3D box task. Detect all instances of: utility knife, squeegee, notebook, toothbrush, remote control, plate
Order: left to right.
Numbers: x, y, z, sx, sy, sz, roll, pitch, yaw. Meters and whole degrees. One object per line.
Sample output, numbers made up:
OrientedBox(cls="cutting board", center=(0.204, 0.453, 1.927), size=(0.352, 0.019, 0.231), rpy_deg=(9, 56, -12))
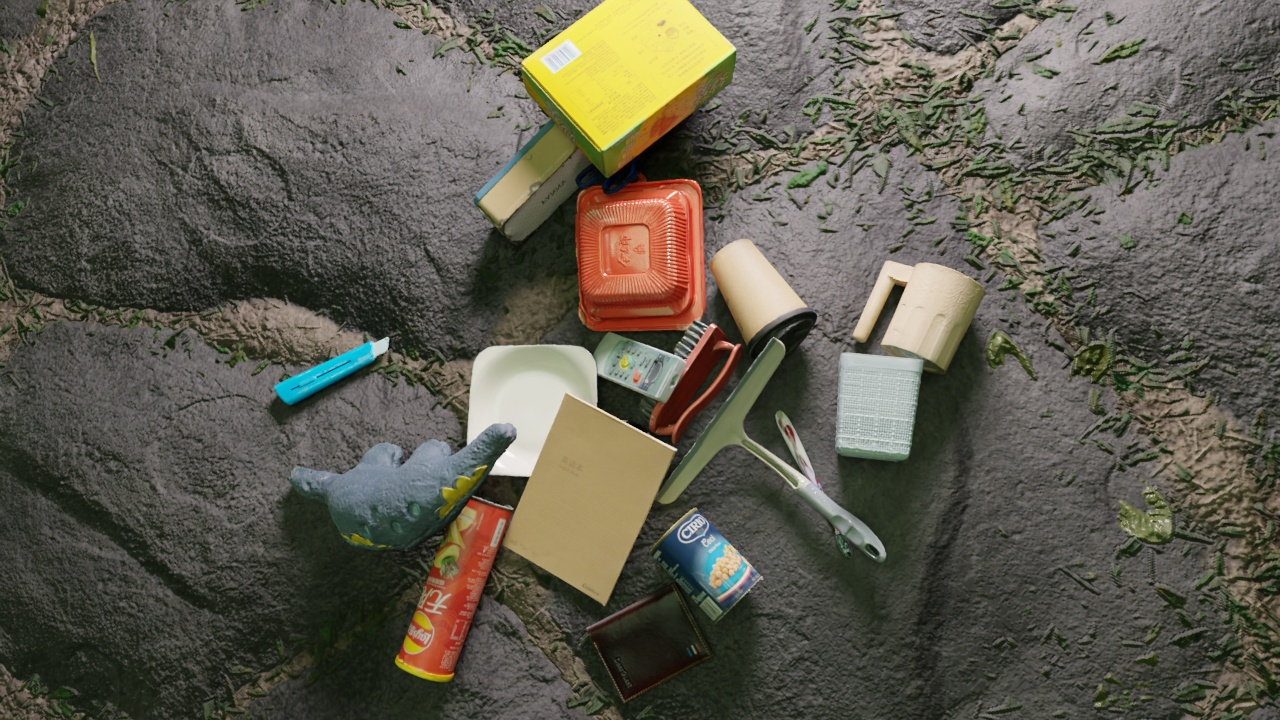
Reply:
OrientedBox(cls="utility knife", center=(-0.401, 0.012, 1.201), size=(0.166, 0.018, 0.034), rpy_deg=(-26, 75, 3))
OrientedBox(cls="plate", center=(-0.130, 0.063, 1.134), size=(0.164, 0.034, 0.163), rpy_deg=(0, 80, 11))
OrientedBox(cls="notebook", center=(-0.064, 0.163, 1.081), size=(0.149, 0.012, 0.212), rpy_deg=(27, 103, 14))
OrientedBox(cls="remote control", center=(-0.007, 0.006, 1.096), size=(0.135, 0.019, 0.056), rpy_deg=(22, 81, 45))
OrientedBox(cls="squeegee", center=(0.180, 0.142, 1.046), size=(0.246, 0.039, 0.247), rpy_deg=(39, 109, 13))
OrientedBox(cls="toothbrush", center=(0.201, 0.143, 1.067), size=(0.016, 0.017, 0.187), rpy_deg=(-27, 77, 8))

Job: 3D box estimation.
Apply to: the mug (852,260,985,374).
OrientedBox(cls="mug", center=(0.317, -0.053, 1.059), size=(0.125, 0.084, 0.103), rpy_deg=(23, 85, 38))

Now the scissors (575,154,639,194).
OrientedBox(cls="scissors", center=(-0.004, -0.259, 1.145), size=(0.169, 0.012, 0.146), rpy_deg=(-25, 38, 5))

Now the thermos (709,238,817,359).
OrientedBox(cls="thermos", center=(0.141, -0.070, 1.086), size=(0.093, 0.093, 0.143), rpy_deg=(-32, 68, 3))

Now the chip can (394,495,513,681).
OrientedBox(cls="chip can", center=(-0.220, 0.266, 1.092), size=(0.073, 0.073, 0.216), rpy_deg=(18, 83, 13))

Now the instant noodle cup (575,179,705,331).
OrientedBox(cls="instant noodle cup", center=(-0.008, -0.128, 1.115), size=(0.165, 0.079, 0.189), rpy_deg=(-3, 90, 16))

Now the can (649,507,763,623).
OrientedBox(cls="can", center=(0.075, 0.233, 1.043), size=(0.075, 0.075, 0.111), rpy_deg=(-45, 76, -1))

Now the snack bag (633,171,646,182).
OrientedBox(cls="snack bag", center=(0.020, -0.194, 1.159), size=(0.105, 0.026, 0.045), rpy_deg=(42, 87, 14))

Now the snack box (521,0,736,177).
OrientedBox(cls="snack box", center=(-0.013, -0.344, 1.100), size=(0.210, 0.070, 0.157), rpy_deg=(-39, 77, -10))

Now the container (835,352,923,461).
OrientedBox(cls="container", center=(0.265, 0.055, 1.037), size=(0.090, 0.090, 0.111), rpy_deg=(6, 83, 12))

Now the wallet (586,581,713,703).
OrientedBox(cls="wallet", center=(0.010, 0.328, 1.067), size=(0.122, 0.020, 0.096), rpy_deg=(-29, 76, 6))

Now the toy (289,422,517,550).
OrientedBox(cls="toy", center=(-0.294, 0.157, 1.089), size=(0.357, 0.091, 0.137), rpy_deg=(-11, 68, 29))

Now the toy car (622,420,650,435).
OrientedBox(cls="toy car", center=(-0.029, 0.131, 1.100), size=(0.056, 0.037, 0.122), rpy_deg=(29, 89, 12))

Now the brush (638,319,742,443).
OrientedBox(cls="brush", center=(0.058, 0.028, 1.092), size=(0.069, 0.063, 0.146), rpy_deg=(34, 88, 28))

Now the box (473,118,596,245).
OrientedBox(cls="box", center=(-0.122, -0.234, 1.162), size=(0.059, 0.090, 0.184), rpy_deg=(42, 86, 15))
